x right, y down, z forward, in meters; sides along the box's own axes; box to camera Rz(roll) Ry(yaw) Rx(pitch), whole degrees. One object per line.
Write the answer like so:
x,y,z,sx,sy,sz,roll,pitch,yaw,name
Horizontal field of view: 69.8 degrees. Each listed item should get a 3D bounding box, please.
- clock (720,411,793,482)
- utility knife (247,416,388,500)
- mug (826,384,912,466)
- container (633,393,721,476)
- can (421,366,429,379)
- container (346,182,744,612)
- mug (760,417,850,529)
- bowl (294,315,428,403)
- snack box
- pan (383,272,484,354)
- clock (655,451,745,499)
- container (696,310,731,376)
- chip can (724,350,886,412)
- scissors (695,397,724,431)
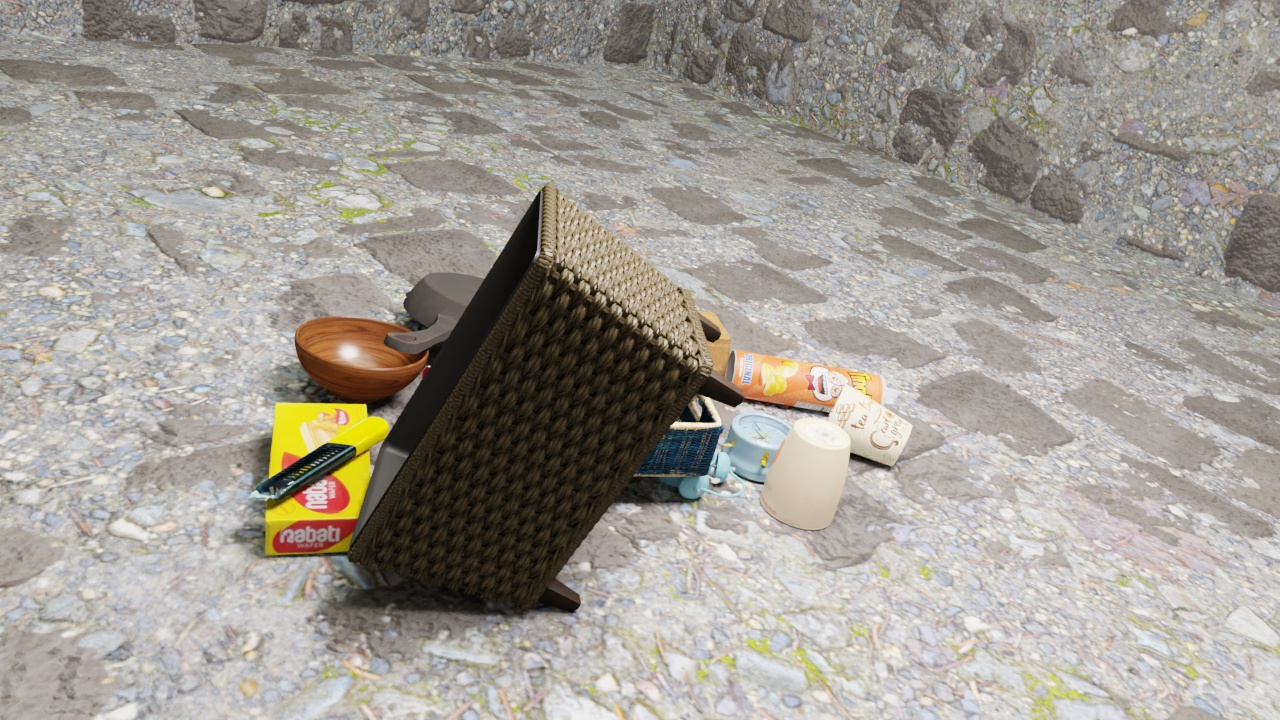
0.151,0.098,1.108,0.089,0.052,0.124,25,29,28,clock
-0.298,0.093,0.860,0.029,0.020,0.170,20,26,18,utility knife
0.291,0.088,1.188,0.097,0.081,0.122,26,2,11,mug
-0.023,0.058,0.997,0.187,0.071,0.145,3,29,-17,container
-0.176,0.034,1.067,0.142,0.074,0.074,-3,30,-29,can
-0.078,0.051,0.800,0.205,0.322,0.176,29,22,-18,container
0.192,0.116,1.030,0.085,0.104,0.111,20,28,14,mug
-0.324,0.008,1.057,0.147,0.069,0.147,13,21,-5,bowl
-0.313,0.109,0.894,0.092,0.042,0.200,2,28,-20,snack box
-0.215,-0.056,1.163,0.249,0.043,0.355,22,14,12,pan
0.063,0.120,1.036,0.123,0.042,0.087,26,29,30,clock
0.088,-0.025,1.314,0.063,0.061,0.114,4,27,-16,container
0.224,0.034,1.255,0.210,0.062,0.062,10,26,-5,chip can
0.076,0.051,1.127,0.086,0.015,0.135,47,-4,16,scissors
